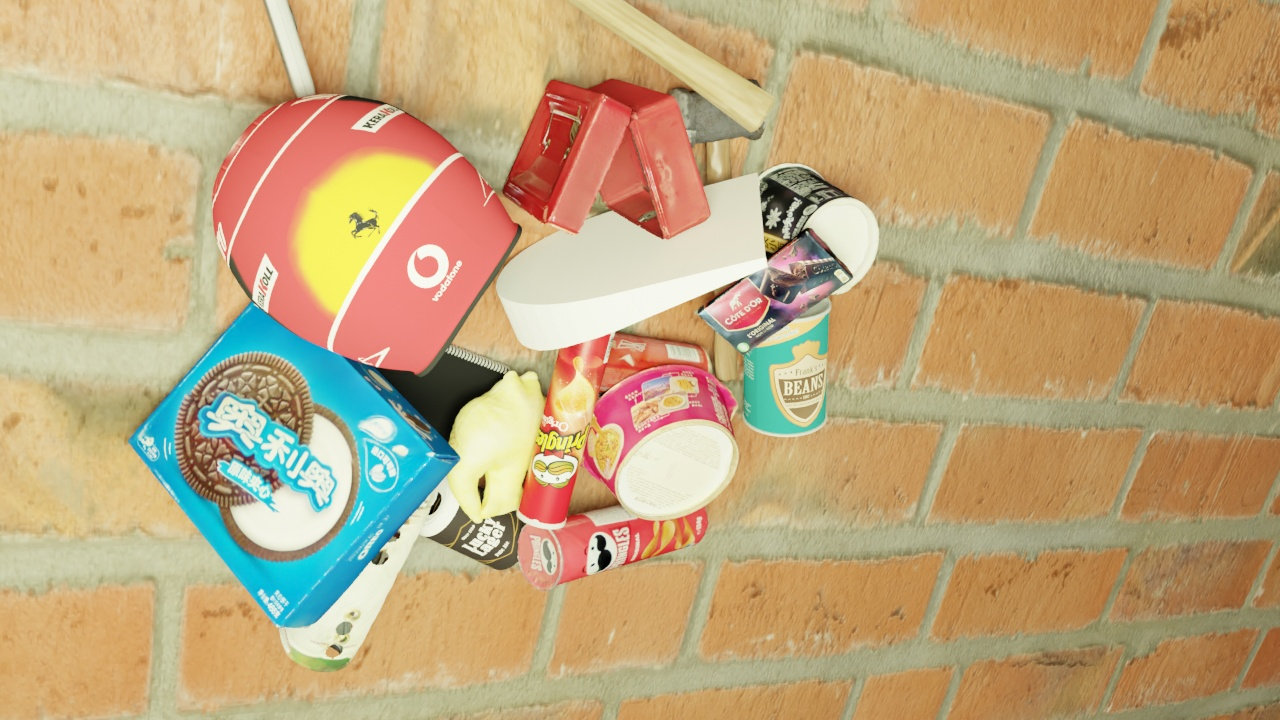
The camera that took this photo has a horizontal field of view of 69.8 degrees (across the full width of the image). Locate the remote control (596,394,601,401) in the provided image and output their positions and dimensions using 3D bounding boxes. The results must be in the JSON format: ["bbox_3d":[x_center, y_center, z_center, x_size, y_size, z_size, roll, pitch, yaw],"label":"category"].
[{"bbox_3d":[-0.017,0.091,1.054,0.143,0.024,0.049,36,94,-33],"label":"remote control"}]

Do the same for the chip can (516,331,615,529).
[{"bbox_3d":[-0.074,0.060,0.920,0.051,0.052,0.215,9,103,-28],"label":"chip can"}]

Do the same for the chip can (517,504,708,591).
[{"bbox_3d":[-0.024,0.196,1.030,0.232,0.073,0.073,-4,115,-45],"label":"chip can"}]

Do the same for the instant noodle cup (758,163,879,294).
[{"bbox_3d":[0.184,-0.137,0.997,0.137,0.112,0.137,-9,114,-22],"label":"instant noodle cup"}]

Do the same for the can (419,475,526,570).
[{"bbox_3d":[-0.178,0.171,0.976,0.072,0.072,0.128,-50,132,2],"label":"can"}]

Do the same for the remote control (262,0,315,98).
[{"bbox_3d":[-0.290,-0.288,0.730,0.019,0.074,0.151,-19,118,-17],"label":"remote control"}]

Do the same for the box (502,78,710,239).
[{"bbox_3d":[-0.018,-0.186,0.855,0.156,0.157,0.147,14,106,-28],"label":"box"}]

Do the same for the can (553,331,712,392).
[{"bbox_3d":[-0.006,0.006,0.997,0.170,0.067,0.067,8,108,-28],"label":"can"}]

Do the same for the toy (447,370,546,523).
[{"bbox_3d":[-0.133,0.087,0.955,0.170,0.065,0.155,1,95,-56],"label":"toy"}]

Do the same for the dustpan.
[{"bbox_3d":[-0.006,-0.086,0.869,0.258,0.191,0.053,-13,120,13],"label":"dustpan"}]

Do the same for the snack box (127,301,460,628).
[{"bbox_3d":[-0.304,0.079,0.803,0.195,0.239,0.056,-48,162,1],"label":"snack box"}]

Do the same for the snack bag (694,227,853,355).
[{"bbox_3d":[0.138,-0.069,0.952,0.074,0.018,0.156,40,123,-20],"label":"snack bag"}]

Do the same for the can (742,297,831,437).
[{"bbox_3d":[0.167,0.001,1.056,0.099,0.099,0.144,-13,117,-20],"label":"can"}]

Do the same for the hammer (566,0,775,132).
[{"bbox_3d":[-0.025,-0.302,0.794,0.323,0.051,0.117,31,87,-10],"label":"hammer"}]

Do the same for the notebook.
[{"bbox_3d":[-0.252,0.038,0.927,0.206,0.016,0.149,23,102,-31],"label":"notebook"}]

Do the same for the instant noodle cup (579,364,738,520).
[{"bbox_3d":[0.029,0.098,0.985,0.178,0.077,0.179,-11,129,-14],"label":"instant noodle cup"}]

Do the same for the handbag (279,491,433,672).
[{"bbox_3d":[-0.278,0.182,0.896,0.096,0.142,0.199,20,109,-33],"label":"handbag"}]

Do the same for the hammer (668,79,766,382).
[{"bbox_3d":[0.087,-0.132,0.978,0.098,0.052,0.329,-13,113,-20],"label":"hammer"}]

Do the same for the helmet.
[{"bbox_3d":[-0.228,-0.106,0.755,0.224,0.271,0.197,34,86,-12],"label":"helmet"}]
